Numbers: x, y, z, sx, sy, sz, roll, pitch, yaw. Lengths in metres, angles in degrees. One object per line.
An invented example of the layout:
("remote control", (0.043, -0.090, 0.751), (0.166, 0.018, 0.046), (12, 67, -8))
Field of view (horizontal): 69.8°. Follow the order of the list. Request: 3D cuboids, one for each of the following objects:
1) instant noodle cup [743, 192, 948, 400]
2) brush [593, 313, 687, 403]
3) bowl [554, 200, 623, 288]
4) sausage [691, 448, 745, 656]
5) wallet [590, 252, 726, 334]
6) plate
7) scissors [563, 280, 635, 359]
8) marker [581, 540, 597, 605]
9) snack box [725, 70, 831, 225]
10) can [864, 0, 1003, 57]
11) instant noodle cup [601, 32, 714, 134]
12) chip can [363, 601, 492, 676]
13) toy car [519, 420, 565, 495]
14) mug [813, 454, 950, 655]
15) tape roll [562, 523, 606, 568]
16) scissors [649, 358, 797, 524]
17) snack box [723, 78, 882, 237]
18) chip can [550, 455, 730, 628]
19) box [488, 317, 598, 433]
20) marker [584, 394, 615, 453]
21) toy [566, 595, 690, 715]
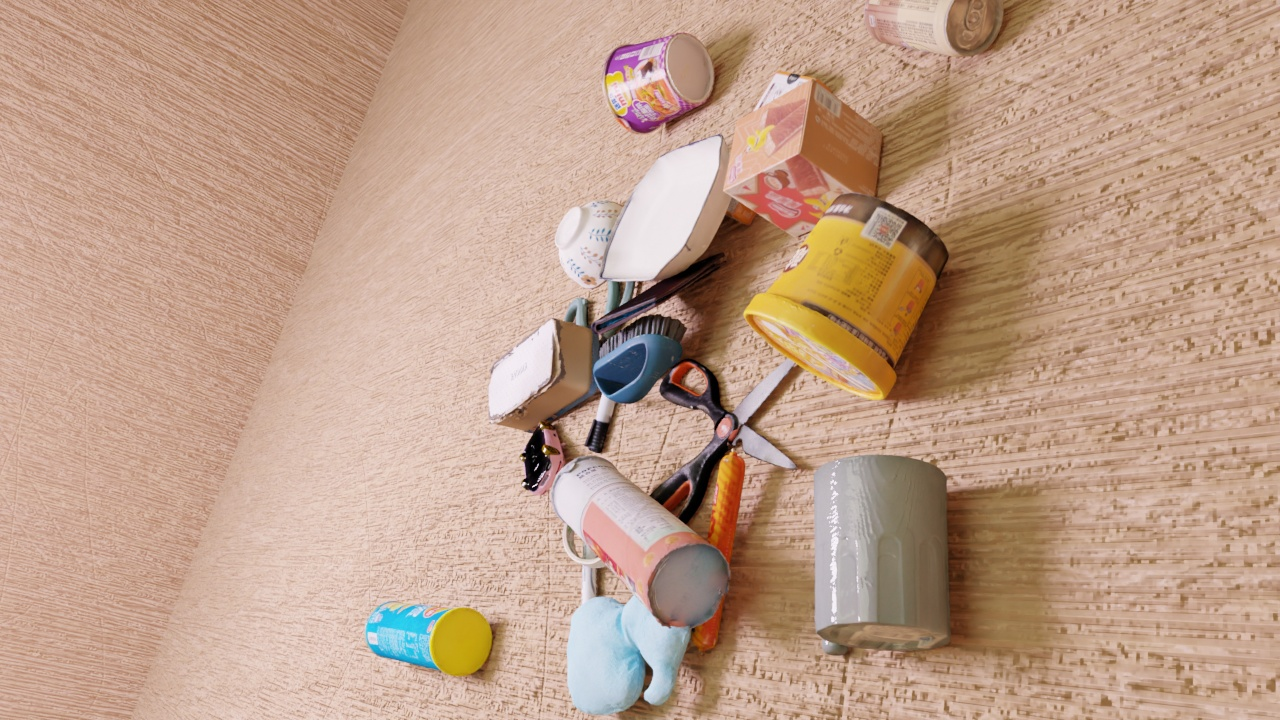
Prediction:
("instant noodle cup", (0.154, -0.049, 0.668), (0.114, 0.118, 0.118), (-58, 30, -4))
("brush", (-0.005, 0.005, 0.914), (0.144, 0.055, 0.073), (-30, 43, 59))
("bowl", (-0.065, -0.153, 1.136), (0.114, 0.062, 0.113), (-37, 39, 37))
("sausage", (0.062, 0.151, 0.729), (0.021, 0.021, 0.165), (-5, 71, 56))
("wallet", (0.020, -0.065, 0.905), (0.097, 0.020, 0.122), (-24, 8, 46))
("plate", (0.028, -0.149, 0.965), (0.162, 0.034, 0.266), (-65, 19, -5))
("scissors", (-0.059, -0.032, 1.079), (0.172, 0.019, 0.176), (-16, 56, 52))
("marker", (-0.048, 0.214, 0.877), (0.017, 0.017, 0.145), (-39, 39, 37))
("snack box", (0.124, -0.214, 0.921), (0.154, 0.026, 0.075), (-59, 30, 9))
("can", (0.240, -0.288, 0.762), (0.058, 0.058, 0.116), (-58, 30, 11))
("instant noodle cup", (0.027, -0.335, 1.094), (0.099, 0.111, 0.111), (-2, 65, 47))
("chip can", (-0.250, 0.317, 1.060), (0.211, 0.071, 0.071), (-17, 54, 53))
("toy car", (-0.108, 0.110, 1.031), (0.056, 0.037, 0.122), (-57, 18, 10))
("mug", (0.146, 0.130, 0.589), (0.124, 0.083, 0.103), (114, 165, -61))
("tape roll", (-0.038, 0.157, 0.885), (0.086, 0.014, 0.085), (-24, 46, 28))
("scissors", (0.062, 0.067, 0.810), (0.221, 0.021, 0.233), (-60, 30, 8))
("snack box", (0.141, -0.172, 0.795), (0.095, 0.092, 0.077), (-17, 54, 51))
("chip can", (-0.007, 0.143, 0.761), (0.071, 0.071, 0.215), (-64, 27, 0))
("box", (-0.112, 0.018, 1.062), (0.185, 0.062, 0.089), (-28, 54, 49))
("marker", (-0.034, 0.035, 0.985), (0.018, 0.022, 0.130), (-22, 51, 62))
("toy", (-0.017, 0.243, 0.769), (0.156, 0.049, 0.161), (-56, 29, 11))
